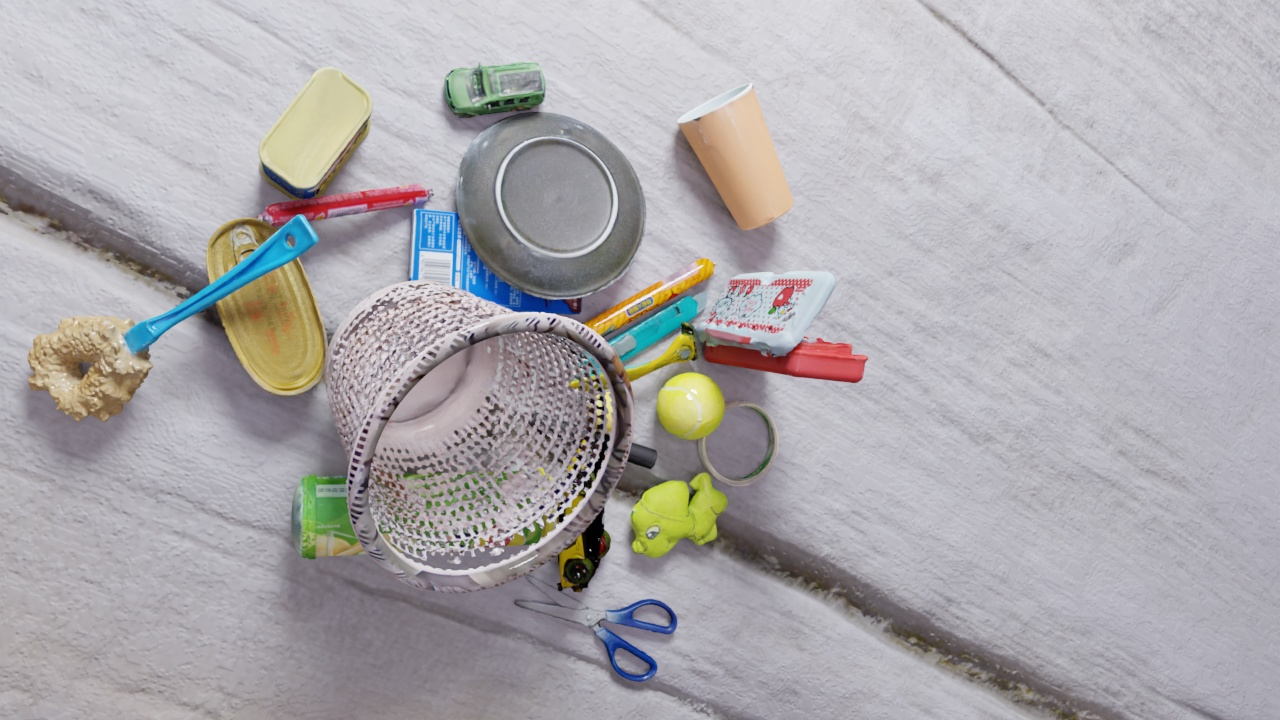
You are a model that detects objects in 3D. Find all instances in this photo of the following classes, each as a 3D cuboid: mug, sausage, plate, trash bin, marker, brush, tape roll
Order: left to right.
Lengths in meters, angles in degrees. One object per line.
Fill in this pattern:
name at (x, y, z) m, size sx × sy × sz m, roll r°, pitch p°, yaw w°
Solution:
brush at (-0.360, -0.036, 0.710) m, size 0.255 × 0.046 × 0.083 m, roll -31°, pitch 93°, yaw 3°
sausage at (-0.243, -0.131, 0.771) m, size 0.155 × 0.020 × 0.020 m, roll -18°, pitch 100°, yaw -39°
trash bin at (-0.149, 0.036, 0.726) m, size 0.227 × 0.192 × 0.228 m, roll -18°, pitch 124°, yaw -29°
plate at (-0.076, -0.144, 0.825) m, size 0.179 × 0.024 × 0.179 m, roll 4°, pitch 77°, yaw -19°
marker at (-0.045, 0.077, 0.877) m, size 0.132 × 0.022 × 0.020 m, roll 20°, pitch 125°, yaw -20°
sausage at (0.006, -0.058, 0.884) m, size 0.165 × 0.021 × 0.021 m, roll -30°, pitch 103°, yaw -15°
tape roll at (0.100, 0.084, 0.933) m, size 0.085 × 0.014 × 0.086 m, roll -2°, pitch 95°, yaw -19°
mug at (0.097, -0.192, 0.881) m, size 0.078 × 0.078 × 0.123 m, roll -34°, pitch 110°, yaw -14°

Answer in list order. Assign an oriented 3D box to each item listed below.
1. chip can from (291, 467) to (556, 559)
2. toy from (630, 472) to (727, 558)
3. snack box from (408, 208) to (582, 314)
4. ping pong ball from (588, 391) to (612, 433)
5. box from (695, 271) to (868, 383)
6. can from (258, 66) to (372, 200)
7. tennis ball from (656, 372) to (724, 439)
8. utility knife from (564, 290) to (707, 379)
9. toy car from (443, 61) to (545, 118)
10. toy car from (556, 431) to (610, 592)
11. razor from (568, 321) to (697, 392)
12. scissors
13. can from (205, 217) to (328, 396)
chip can at (-0.188, 0.133, 0.804) m, size 0.221 × 0.073 × 0.072 m, roll 1°, pitch 94°, yaw -20°
toy at (0.035, 0.152, 0.907) m, size 0.100 × 0.031 × 0.096 m, roll 22°, pitch 87°, yaw -24°
snack box at (-0.129, -0.087, 0.831) m, size 0.157 × 0.026 × 0.084 m, roll 3°, pitch 92°, yaw -20°
ping pong ball at (-0.030, 0.049, 0.870) m, size 0.040 × 0.040 × 0.040 m, roll -2°, pitch 95°, yaw -19°
box at (0.121, -0.038, 0.831) m, size 0.095 × 0.201 × 0.098 m, roll 6°, pitch 92°, yaw -19°
can at (-0.264, -0.182, 0.746) m, size 0.057 × 0.083 × 0.102 m, roll 36°, pitch 82°, yaw -18°
tennis ball at (0.048, 0.044, 0.884) m, size 0.065 × 0.065 × 0.065 m, roll -2°, pitch 95°, yaw -19°
utility knife at (-0.001, -0.024, 0.889) m, size 0.164 × 0.013 × 0.029 m, roll -31°, pitch 109°, yaw -15°
toy car at (-0.128, -0.243, 0.816) m, size 0.091 × 0.036 × 0.043 m, roll -13°, pitch 100°, yaw -14°
toy car at (-0.053, 0.139, 0.849) m, size 0.041 × 0.071 × 0.156 m, roll 8°, pitch 105°, yaw 13°
razor at (-0.005, 0.005, 0.876) m, size 0.132 × 0.028 × 0.043 m, roll -20°, pitch 132°, yaw -16°
scissors at (-0.045, 0.264, 0.898) m, size 0.170 × 0.012 × 0.141 m, roll -6°, pitch 95°, yaw -18°
can at (-0.307, -0.044, 0.760) m, size 0.074 × 0.049 × 0.148 m, roll -21°, pitch 101°, yaw -17°
